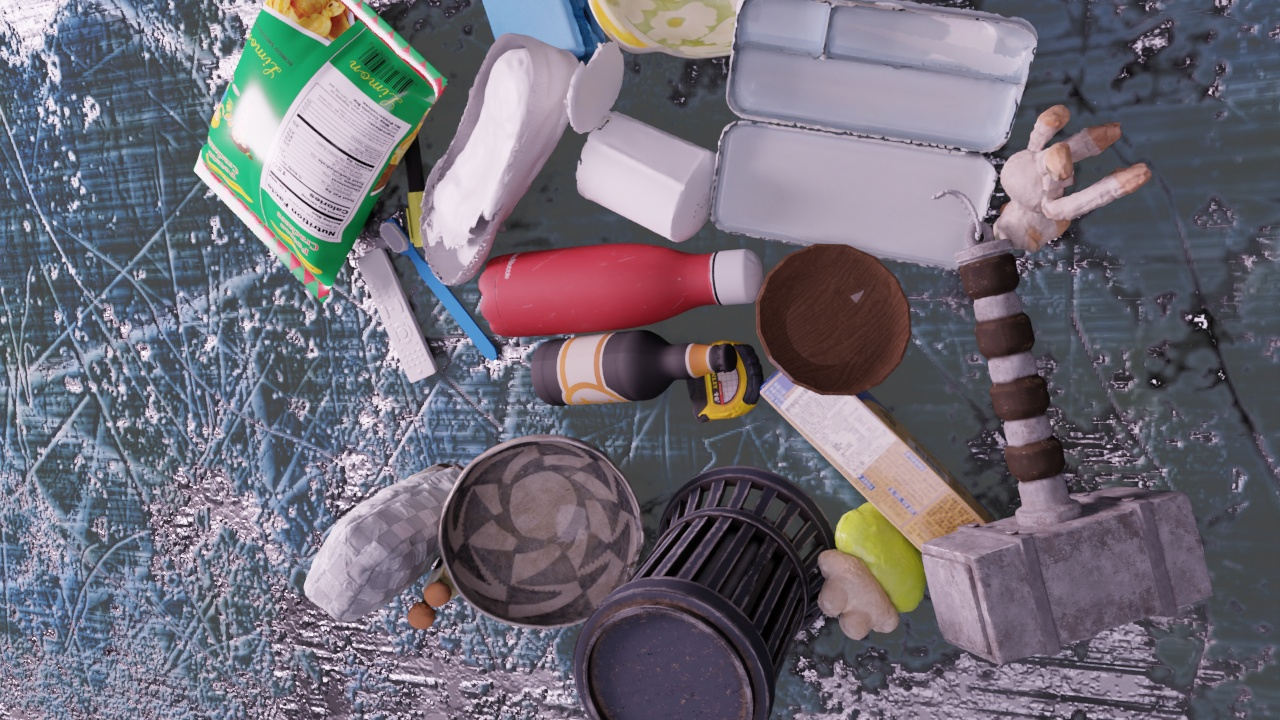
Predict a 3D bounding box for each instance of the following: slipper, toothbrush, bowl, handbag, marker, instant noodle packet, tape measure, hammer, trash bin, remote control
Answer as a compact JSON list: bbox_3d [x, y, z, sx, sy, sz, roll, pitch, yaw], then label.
[{"bbox_3d":[-0.124,-0.161,0.771,0.248,0.074,0.112,-54,47,37],"label":"slipper"},{"bbox_3d":[-0.189,-0.066,0.861,0.016,0.014,0.166,-40,87,24],"label":"toothbrush"},{"bbox_3d":[-0.089,0.144,0.825,0.178,0.081,0.178,-1,101,-7],"label":"bowl"},{"bbox_3d":[-0.214,0.180,0.841,0.123,0.171,0.113,43,113,7],"label":"handbag"},{"bbox_3d":[-0.208,-0.167,0.844,0.021,0.017,0.124,-2,100,21],"label":"marker"},{"bbox_3d":[-0.298,-0.209,0.828,0.195,0.090,0.253,44,117,10],"label":"instant noodle packet"},{"bbox_3d":[0.072,0.016,0.767,0.064,0.037,0.065,-19,81,29],"label":"tape measure"},{"bbox_3d":[0.059,-0.322,0.684,0.220,0.060,0.188,-39,87,25],"label":"bowl"},{"bbox_3d":[0.271,0.034,0.648,0.176,0.079,0.326,-13,89,-11],"label":"hammer"},{"bbox_3d":[0.142,-0.028,0.691,0.118,0.030,0.117,1,78,-3],"label":"bowl"},{"bbox_3d":[0.055,0.196,0.712,0.164,0.227,0.164,5,103,20],"label":"trash bin"},{"bbox_3d":[-0.233,-0.043,0.884,0.033,0.012,0.131,-21,94,26],"label":"remote control"}]

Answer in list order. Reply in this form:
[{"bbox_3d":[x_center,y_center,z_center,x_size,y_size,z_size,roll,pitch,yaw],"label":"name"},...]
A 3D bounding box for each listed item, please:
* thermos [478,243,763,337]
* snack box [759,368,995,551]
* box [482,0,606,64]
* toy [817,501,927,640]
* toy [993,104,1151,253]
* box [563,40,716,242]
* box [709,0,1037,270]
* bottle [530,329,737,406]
[{"bbox_3d":[-0.016,-0.062,0.764,0.240,0.073,0.073,-3,101,21],"label":"thermos"},{"bbox_3d":[0.188,0.074,0.728,0.207,0.057,0.056,46,110,6],"label":"snack box"},{"bbox_3d":[-0.100,-0.348,0.755,0.093,0.052,0.231,-15,96,39],"label":"box"},{"bbox_3d":[0.182,0.169,0.726,0.092,0.115,0.046,50,143,2],"label":"toy"},{"bbox_3d":[0.288,-0.113,0.638,0.074,0.085,0.106,13,131,-16],"label":"toy"},{"bbox_3d":[0.006,-0.163,0.702,0.106,0.150,0.080,26,70,15],"label":"box"},{"bbox_3d":[0.160,-0.164,0.668,0.209,0.037,0.189,9,125,9],"label":"box"},{"bbox_3d":[-0.005,0.004,0.765,0.182,0.059,0.059,-5,100,33],"label":"bottle"}]
